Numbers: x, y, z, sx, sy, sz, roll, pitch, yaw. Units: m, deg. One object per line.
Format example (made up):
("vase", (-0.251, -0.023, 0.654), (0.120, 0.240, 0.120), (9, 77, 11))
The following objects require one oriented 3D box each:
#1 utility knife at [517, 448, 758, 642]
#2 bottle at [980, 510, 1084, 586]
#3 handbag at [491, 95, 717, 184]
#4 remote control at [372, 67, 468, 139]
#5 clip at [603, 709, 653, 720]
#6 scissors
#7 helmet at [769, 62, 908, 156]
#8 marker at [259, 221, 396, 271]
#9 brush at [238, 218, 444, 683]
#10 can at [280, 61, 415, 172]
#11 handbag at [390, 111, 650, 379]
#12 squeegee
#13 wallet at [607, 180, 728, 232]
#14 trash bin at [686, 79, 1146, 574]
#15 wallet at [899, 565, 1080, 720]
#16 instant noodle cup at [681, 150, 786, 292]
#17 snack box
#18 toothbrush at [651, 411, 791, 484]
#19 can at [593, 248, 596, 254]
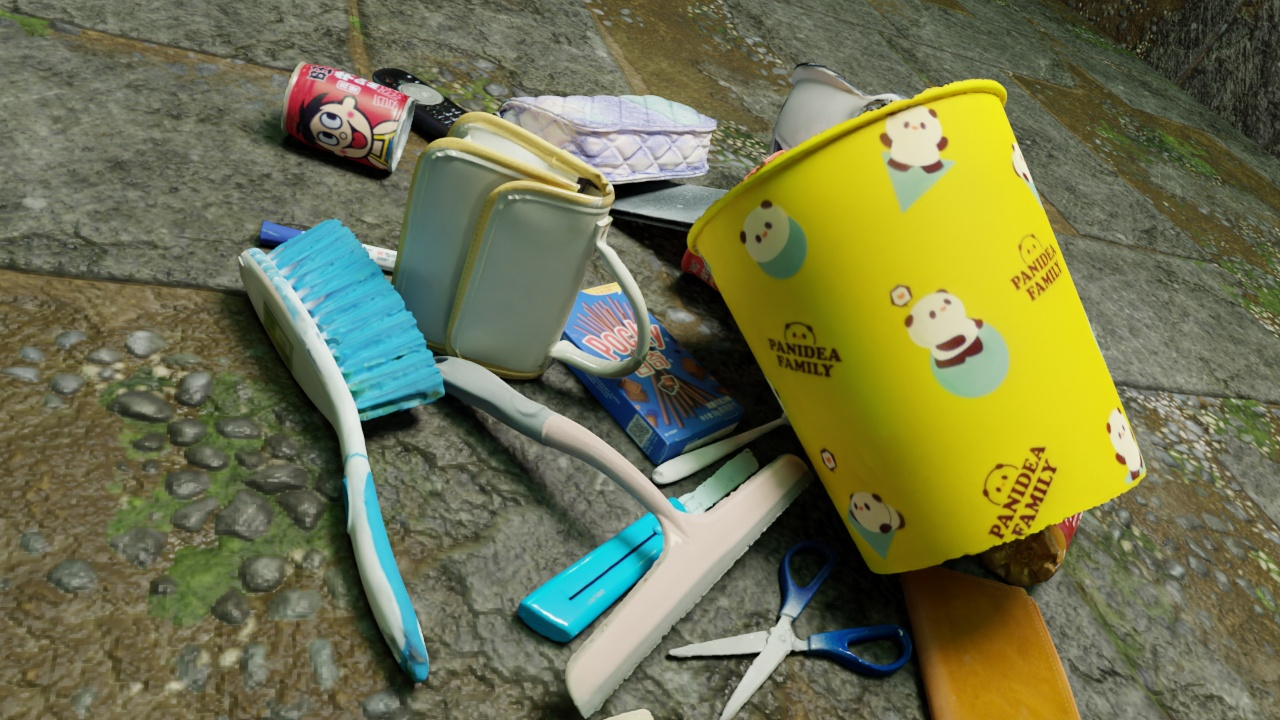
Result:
("utility knife", (0.014, 0.106, 0.582), (0.034, 0.018, 0.237), (40, 38, 18))
("bottle", (0.320, 0.110, 0.725), (0.057, 0.058, 0.174), (39, 38, 17))
("handbag", (-0.030, -0.214, 0.888), (0.193, 0.076, 0.134), (-13, 35, -42))
("remote control", (-0.197, -0.233, 0.863), (0.136, 0.024, 0.053), (37, 39, 16))
("clip", (-0.044, 0.189, 0.428), (0.100, 0.071, 0.034), (-3, 44, -25))
("scissors", (0.099, 0.169, 0.562), (0.164, 0.012, 0.162), (24, 38, -1))
("helmet", (0.227, -0.150, 0.893), (0.274, 0.157, 0.230), (32, 4, 5))
("marker", (-0.203, -0.078, 0.676), (0.145, 0.017, 0.016), (11, 39, -19))
("brush", (-0.161, 0.034, 0.541), (0.109, 0.061, 0.314), (-19, 58, -37))
("can", (-0.242, -0.203, 0.763), (0.093, 0.067, 0.066), (18, 37, -11))
("handbag", (-0.070, -0.054, 0.602), (0.179, 0.164, 0.063), (25, 38, -1))
("squeegee", (-0.048, 0.053, 0.566), (0.250, 0.040, 0.246), (32, 40, 22))
("wallet", (0.030, -0.147, 0.866), (0.121, 0.019, 0.097), (15, 29, 27))
("trash bin", (0.185, -0.013, 0.613), (0.229, 0.230, 0.255), (-16, 79, -42))
("wallet", (0.232, 0.196, 0.587), (0.119, 0.035, 0.130), (17, 39, -12))
("instant noodle cup", (0.119, -0.096, 0.802), (0.108, 0.138, 0.137), (43, 39, 8))
("snack box", (-0.004, 0.004, 0.687), (0.084, 0.026, 0.157), (-19, 55, -42))
("toothbrush", (0.072, 0.058, 0.675), (0.179, 0.016, 0.016), (-18, 53, -43))
("can", (-0.086, -0.089, 0.706), (0.075, 0.075, 0.110), (32, 34, 7))
